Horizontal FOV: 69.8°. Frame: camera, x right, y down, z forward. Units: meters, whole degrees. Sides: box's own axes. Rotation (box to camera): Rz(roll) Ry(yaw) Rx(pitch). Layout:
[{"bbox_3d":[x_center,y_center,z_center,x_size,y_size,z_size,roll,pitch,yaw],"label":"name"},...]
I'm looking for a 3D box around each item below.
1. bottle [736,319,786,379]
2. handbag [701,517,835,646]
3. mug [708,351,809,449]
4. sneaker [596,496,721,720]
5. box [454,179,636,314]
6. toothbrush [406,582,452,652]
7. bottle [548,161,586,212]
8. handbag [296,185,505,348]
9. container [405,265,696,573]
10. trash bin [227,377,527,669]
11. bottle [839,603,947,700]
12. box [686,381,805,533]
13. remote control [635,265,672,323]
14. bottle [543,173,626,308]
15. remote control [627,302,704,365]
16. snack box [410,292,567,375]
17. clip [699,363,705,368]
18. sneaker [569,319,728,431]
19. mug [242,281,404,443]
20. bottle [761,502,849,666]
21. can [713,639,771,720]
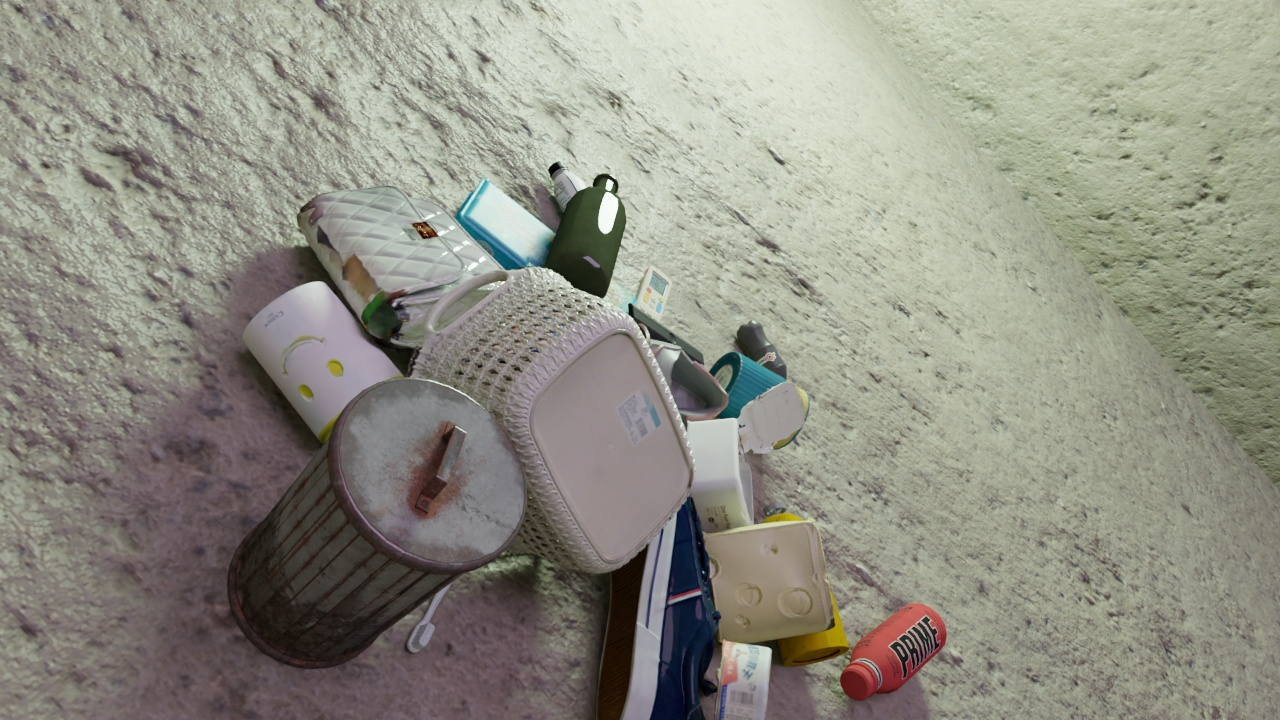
[{"bbox_3d":[0.166,-0.001,1.206,0.036,0.036,0.110,-11,66,-49],"label":"bottle"},{"bbox_3d":[0.123,0.214,0.893,0.119,0.081,0.111,-8,66,-3],"label":"handbag"},{"bbox_3d":[0.131,0.042,1.110,0.107,0.083,0.113,28,13,-21],"label":"mug"},{"bbox_3d":[0.037,0.209,0.837,0.127,0.121,0.293,18,48,-17],"label":"sneaker"},{"bbox_3d":[-0.105,-0.102,1.021,0.226,0.040,0.093,38,37,-17],"label":"box"},{"bbox_3d":[-0.148,0.162,0.760,0.012,0.017,0.186,52,33,-23],"label":"toothbrush"},{"bbox_3d":[-0.078,-0.193,1.123,0.041,0.041,0.116,-12,67,-50],"label":"bottle"},{"bbox_3d":[-0.207,-0.089,0.810,0.138,0.073,0.195,-8,37,-37],"label":"handbag"},{"bbox_3d":[-0.062,0.054,0.749,0.184,0.143,0.252,-43,127,-28],"label":"container"},{"bbox_3d":[-0.177,0.111,0.612,0.130,0.212,0.130,27,42,-27],"label":"trash bin"},{"bbox_3d":[0.276,0.324,1.012,0.176,0.062,0.062,-11,66,-49],"label":"bottle"},{"bbox_3d":[0.103,0.099,0.975,0.188,0.101,0.111,-62,149,-35],"label":"box"},{"bbox_3d":[0.012,-0.072,1.129,0.038,0.018,0.125,37,37,-16],"label":"remote control"},{"bbox_3d":[-0.055,-0.144,1.016,0.071,0.072,0.206,35,37,-19],"label":"bottle"},{"bbox_3d":[0.029,-0.025,1.077,0.146,0.015,0.033,32,43,-46],"label":"remote control"},{"bbox_3d":[-0.145,-0.034,0.879,0.154,0.033,0.088,-9,63,-25],"label":"snack box"},{"bbox_3d":[0.056,0.022,1.090,0.013,0.034,0.051,50,44,4],"label":"clip"},{"bbox_3d":[-0.006,0.006,0.958,0.236,0.090,0.099,23,66,-26],"label":"sneaker"},{"bbox_3d":[-0.254,0.001,0.739,0.106,0.083,0.082,51,37,3],"label":"mug"},{"bbox_3d":[0.162,0.231,0.969,0.071,0.071,0.163,14,51,-38],"label":"bottle"},{"bbox_3d":[0.084,0.279,0.763,0.043,0.086,0.086,5,41,9],"label":"can"}]
